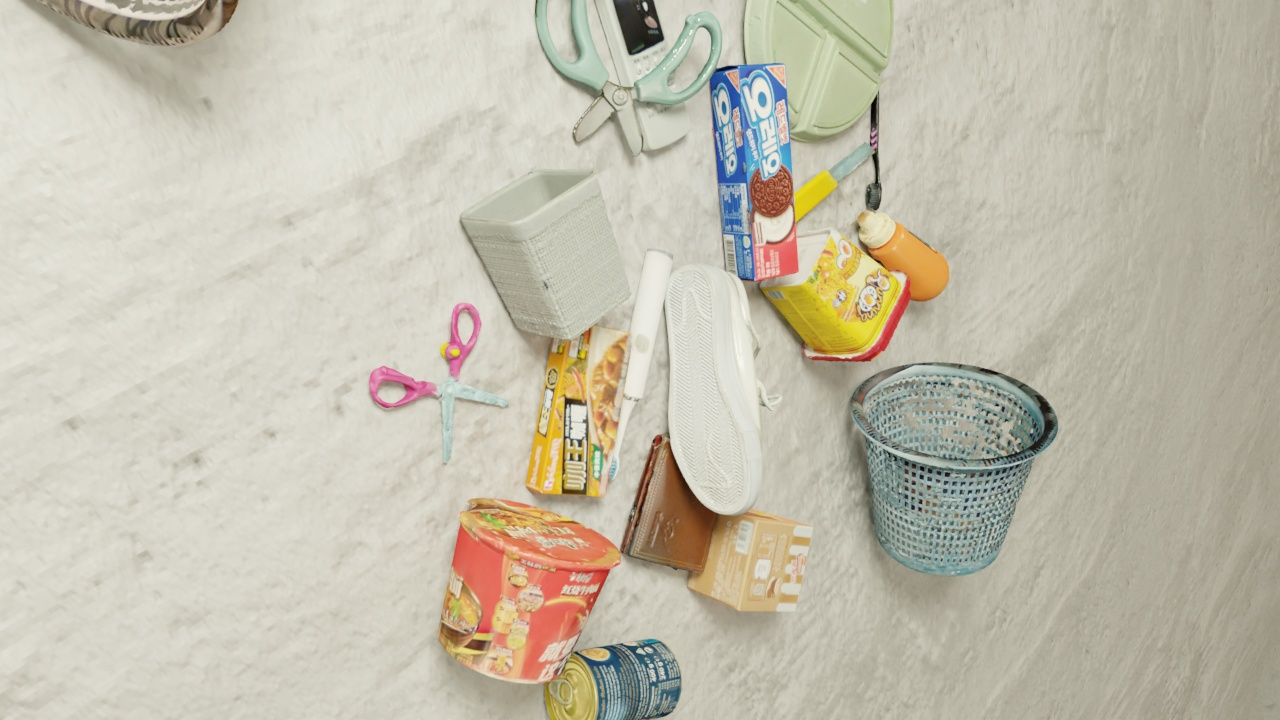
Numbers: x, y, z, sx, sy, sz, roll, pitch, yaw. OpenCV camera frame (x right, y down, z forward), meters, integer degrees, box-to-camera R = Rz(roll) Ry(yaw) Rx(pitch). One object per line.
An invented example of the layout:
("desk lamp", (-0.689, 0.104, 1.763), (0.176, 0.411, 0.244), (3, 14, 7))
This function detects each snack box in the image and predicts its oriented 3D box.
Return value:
("snack box", (0.111, -0.184, 0.902), (0.058, 0.057, 0.207), (-13, 105, -24))
("snack box", (-0.054, 0.044, 0.824), (0.075, 0.026, 0.153), (10, 90, -41))
("snack box", (0.115, 0.206, 0.962), (0.094, 0.077, 0.092), (14, 87, -41))

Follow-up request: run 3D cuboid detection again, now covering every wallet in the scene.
("wallet", (0.036, 0.144, 0.916), (0.101, 0.032, 0.124), (22, 81, -38))

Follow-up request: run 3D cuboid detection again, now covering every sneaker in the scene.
("sneaker", (0.082, 0.027, 0.893), (0.090, 0.090, 0.242), (-1, 82, -52))

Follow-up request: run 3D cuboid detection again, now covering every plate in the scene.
("plate", (0.196, -0.346, 0.964), (0.229, 0.027, 0.230), (-15, 114, -38))

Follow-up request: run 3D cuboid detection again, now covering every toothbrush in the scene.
("toothbrush", (-0.005, 0.005, 0.860), (0.026, 0.027, 0.221), (28, 75, -83))
("toothbrush", (0.271, -0.270, 1.067), (0.017, 0.014, 0.189), (-8, 102, -28))

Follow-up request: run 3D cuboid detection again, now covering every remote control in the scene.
("remote control", (0.005, -0.268, 0.829), (0.058, 0.021, 0.150), (-35, 119, -32))

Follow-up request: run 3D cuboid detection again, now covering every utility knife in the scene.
("utility knife", (0.189, -0.181, 1.006), (0.230, 0.015, 0.033), (-40, 120, -27))

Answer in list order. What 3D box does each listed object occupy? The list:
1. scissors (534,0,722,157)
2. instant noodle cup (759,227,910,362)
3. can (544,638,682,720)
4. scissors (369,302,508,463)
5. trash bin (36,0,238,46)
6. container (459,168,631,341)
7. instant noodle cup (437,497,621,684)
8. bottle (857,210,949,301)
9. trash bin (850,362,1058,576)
("scissors", (-0.011, -0.274, 0.792), (0.174, 0.019, 0.170), (-39, 118, -9))
("instant noodle cup", (0.204, -0.073, 0.982), (0.123, 0.116, 0.116), (38, 72, -25))
("can", (-0.023, 0.304, 0.858), (0.111, 0.075, 0.075), (6, 93, -42))
("scissors", (-0.159, 0.019, 0.737), (0.136, 0.017, 0.133), (-4, 103, -44))
("trash bin", (-0.268, -0.316, 0.474), (0.227, 0.228, 0.191), (44, 56, -36))
("container", (-0.072, -0.085, 0.748), (0.090, 0.090, 0.114), (-39, 123, -30))
("instant noodle cup", (-0.095, 0.187, 0.745), (0.137, 0.138, 0.108), (15, 95, -41))
("bottle", (0.307, -0.130, 1.092), (0.149, 0.067, 0.066), (35, 74, -31))
("trash bin", (0.361, 0.139, 1.096), (0.225, 0.227, 0.195), (-26, 126, -36))
